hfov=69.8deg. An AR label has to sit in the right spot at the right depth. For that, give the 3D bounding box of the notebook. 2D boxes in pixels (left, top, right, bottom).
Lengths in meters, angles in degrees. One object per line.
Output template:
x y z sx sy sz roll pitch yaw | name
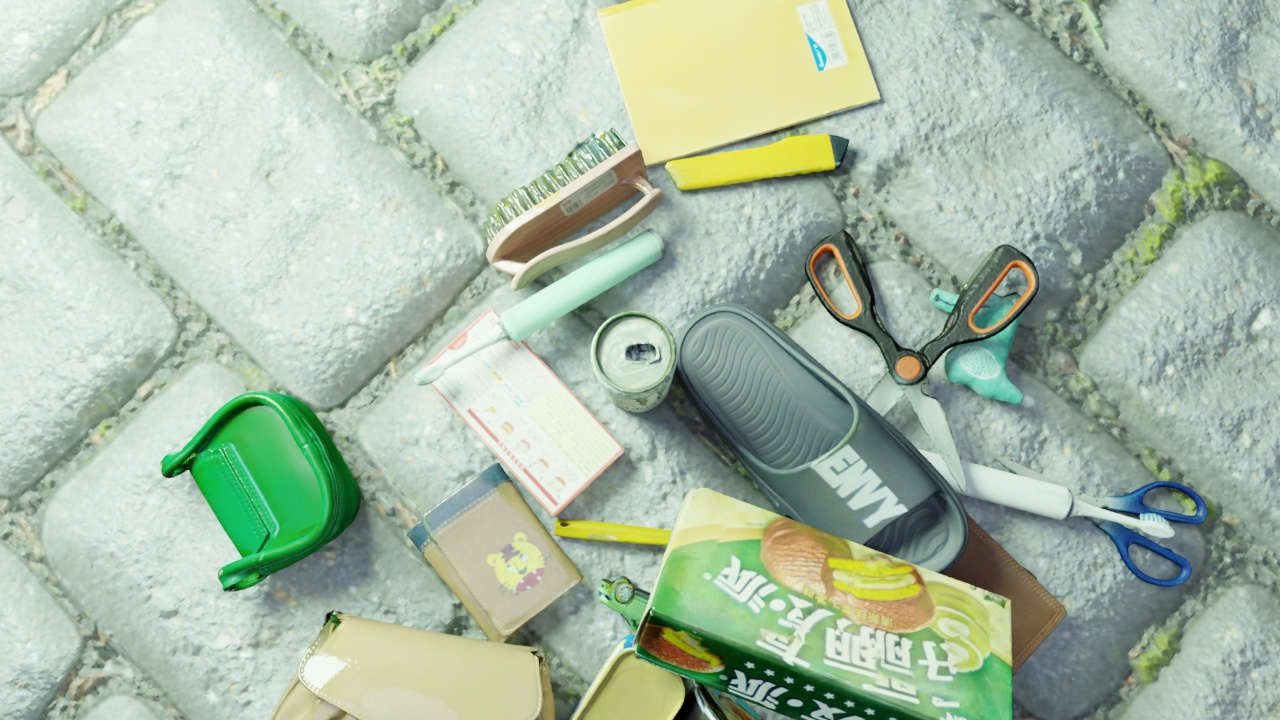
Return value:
0.081 -0.256 0.771 0.206 0.010 0.146 -17 83 -2 | notebook

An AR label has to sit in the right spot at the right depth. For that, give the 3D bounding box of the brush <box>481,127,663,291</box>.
-0.057 -0.115 0.725 0.145 0.063 0.073 -34 74 -4 | brush

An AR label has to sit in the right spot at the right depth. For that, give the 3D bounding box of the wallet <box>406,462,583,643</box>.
-0.112 0.150 0.707 0.090 0.033 0.115 -38 88 -5 | wallet

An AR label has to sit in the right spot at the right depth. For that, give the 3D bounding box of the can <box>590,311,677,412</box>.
-0.004 0.004 0.667 0.058 0.147 0.058 0 82 0 | can

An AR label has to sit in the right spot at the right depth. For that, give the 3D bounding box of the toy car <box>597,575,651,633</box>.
0.009 0.191 0.695 0.091 0.043 0.036 26 84 3 | toy car

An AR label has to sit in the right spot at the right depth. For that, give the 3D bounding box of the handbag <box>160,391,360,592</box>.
-0.287 0.095 0.694 0.120 0.068 0.131 -34 84 -4 | handbag

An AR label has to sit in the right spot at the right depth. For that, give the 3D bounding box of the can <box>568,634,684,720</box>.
-0.014 0.254 0.667 0.057 0.083 0.102 33 84 4 | can

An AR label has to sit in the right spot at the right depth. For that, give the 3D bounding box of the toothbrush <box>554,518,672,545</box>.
0.027 0.134 0.702 0.190 0.017 0.015 3 53 9 | toothbrush

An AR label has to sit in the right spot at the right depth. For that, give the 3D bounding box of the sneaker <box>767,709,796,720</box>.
0.142 0.239 0.679 0.242 0.091 0.089 39 49 22 | sneaker

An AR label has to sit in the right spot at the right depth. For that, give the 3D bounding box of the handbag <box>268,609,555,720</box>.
-0.161 0.268 0.656 0.204 0.100 0.147 11 85 -3 | handbag

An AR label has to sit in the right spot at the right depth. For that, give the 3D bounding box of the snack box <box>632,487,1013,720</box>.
0.125 0.181 0.620 0.240 0.063 0.114 20 42 5 | snack box

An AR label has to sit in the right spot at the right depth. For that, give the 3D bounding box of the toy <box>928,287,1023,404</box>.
0.270 -0.020 0.733 0.096 0.030 0.091 22 78 10 | toy

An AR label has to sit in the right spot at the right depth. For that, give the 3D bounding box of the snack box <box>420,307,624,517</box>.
-0.092 0.040 0.722 0.077 0.027 0.156 -43 85 -6 | snack box

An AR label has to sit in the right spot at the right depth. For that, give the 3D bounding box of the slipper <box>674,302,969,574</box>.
0.120 0.061 0.674 0.111 0.083 0.268 -46 75 8 | slipper

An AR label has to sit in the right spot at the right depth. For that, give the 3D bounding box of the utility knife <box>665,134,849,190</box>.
0.097 -0.164 0.756 0.154 0.015 0.033 -8 76 0 | utility knife

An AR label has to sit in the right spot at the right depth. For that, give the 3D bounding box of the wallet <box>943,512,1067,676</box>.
0.250 0.185 0.705 0.101 0.032 0.124 -44 85 -8 | wallet

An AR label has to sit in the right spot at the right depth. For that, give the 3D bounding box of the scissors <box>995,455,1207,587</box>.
0.358 0.127 0.722 0.171 0.012 0.140 -12 84 1 | scissors

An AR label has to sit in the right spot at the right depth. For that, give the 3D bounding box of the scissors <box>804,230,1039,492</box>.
0.213 -0.013 0.718 0.221 0.021 0.234 -34 73 5 | scissors

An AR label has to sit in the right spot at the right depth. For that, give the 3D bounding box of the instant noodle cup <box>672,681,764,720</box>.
0.041 0.309 0.655 0.111 0.111 0.120 41 92 5 | instant noodle cup

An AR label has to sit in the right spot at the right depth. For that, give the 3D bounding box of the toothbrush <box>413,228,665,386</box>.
-0.076 -0.040 0.712 0.224 0.027 0.026 -32 111 -16 | toothbrush

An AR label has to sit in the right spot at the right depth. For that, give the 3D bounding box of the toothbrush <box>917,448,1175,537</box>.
0.299 0.103 0.709 0.221 0.027 0.026 14 39 6 | toothbrush
